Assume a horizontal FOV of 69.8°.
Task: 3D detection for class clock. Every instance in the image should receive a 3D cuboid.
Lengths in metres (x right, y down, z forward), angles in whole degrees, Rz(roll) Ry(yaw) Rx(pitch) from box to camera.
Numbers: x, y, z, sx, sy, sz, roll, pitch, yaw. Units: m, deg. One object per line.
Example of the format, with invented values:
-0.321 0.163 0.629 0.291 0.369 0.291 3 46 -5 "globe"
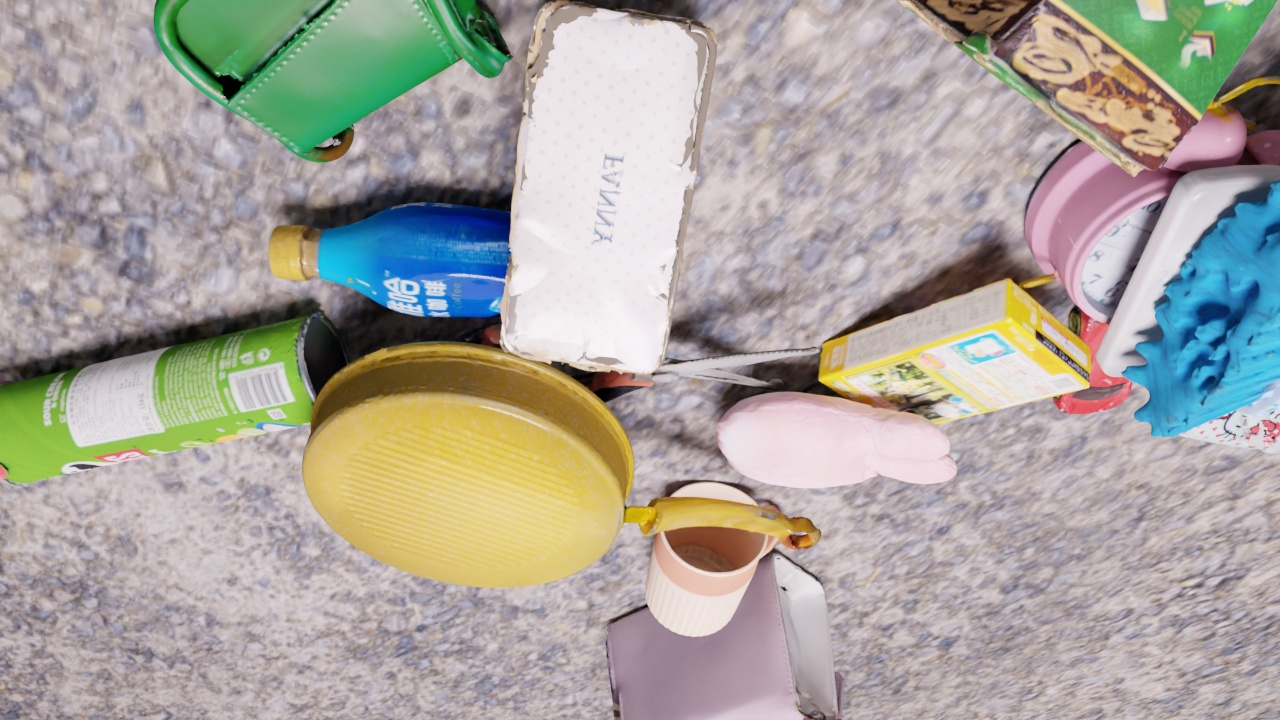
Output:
0.290 -0.085 0.497 0.117 0.059 0.159 17 131 -19 "clock"

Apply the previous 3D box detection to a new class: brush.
0.337 -0.082 0.398 0.109 0.060 0.315 -1 135 -12 "brush"

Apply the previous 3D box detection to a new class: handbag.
0.070 0.275 0.802 0.197 0.144 0.098 -32 125 29 "handbag"
-0.140 -0.156 0.417 0.131 0.067 0.120 -22 139 18 "handbag"

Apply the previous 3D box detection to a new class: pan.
-0.032 0.087 0.588 0.357 0.078 0.198 23 134 -17 "pan"

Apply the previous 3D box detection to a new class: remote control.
0.287 -0.043 0.483 0.056 0.020 0.136 -4 136 0 "remote control"

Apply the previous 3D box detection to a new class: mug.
0.062 0.155 0.734 0.114 0.081 0.106 -19 144 -25 "mug"

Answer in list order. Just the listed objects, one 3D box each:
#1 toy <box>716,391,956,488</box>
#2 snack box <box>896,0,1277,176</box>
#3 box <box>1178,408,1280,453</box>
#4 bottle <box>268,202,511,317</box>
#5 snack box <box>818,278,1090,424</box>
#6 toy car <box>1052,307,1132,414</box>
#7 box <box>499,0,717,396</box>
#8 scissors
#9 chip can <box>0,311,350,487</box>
0.130 0.058 0.624 0.160 0.054 0.121 2 156 23 "toy"
0.194 -0.162 0.391 0.117 0.118 0.106 23 118 -24 "snack box"
0.376 -0.036 0.523 0.101 0.095 0.202 2 136 -6 "box"
-0.093 -0.054 0.516 0.218 0.065 0.065 2 136 -4 "bottle"
0.192 0.002 0.574 0.087 0.033 0.141 30 146 -28 "snack box"
0.307 0.002 0.609 0.049 0.031 0.106 -5 138 5 "toy car"
-0.019 -0.075 0.448 0.090 0.061 0.184 9 109 -6 "box"
-0.004 0.004 0.564 0.223 0.015 0.189 -10 160 25 "scissors"
-0.304 0.026 0.589 0.236 0.072 0.072 -12 135 10 "chip can"
